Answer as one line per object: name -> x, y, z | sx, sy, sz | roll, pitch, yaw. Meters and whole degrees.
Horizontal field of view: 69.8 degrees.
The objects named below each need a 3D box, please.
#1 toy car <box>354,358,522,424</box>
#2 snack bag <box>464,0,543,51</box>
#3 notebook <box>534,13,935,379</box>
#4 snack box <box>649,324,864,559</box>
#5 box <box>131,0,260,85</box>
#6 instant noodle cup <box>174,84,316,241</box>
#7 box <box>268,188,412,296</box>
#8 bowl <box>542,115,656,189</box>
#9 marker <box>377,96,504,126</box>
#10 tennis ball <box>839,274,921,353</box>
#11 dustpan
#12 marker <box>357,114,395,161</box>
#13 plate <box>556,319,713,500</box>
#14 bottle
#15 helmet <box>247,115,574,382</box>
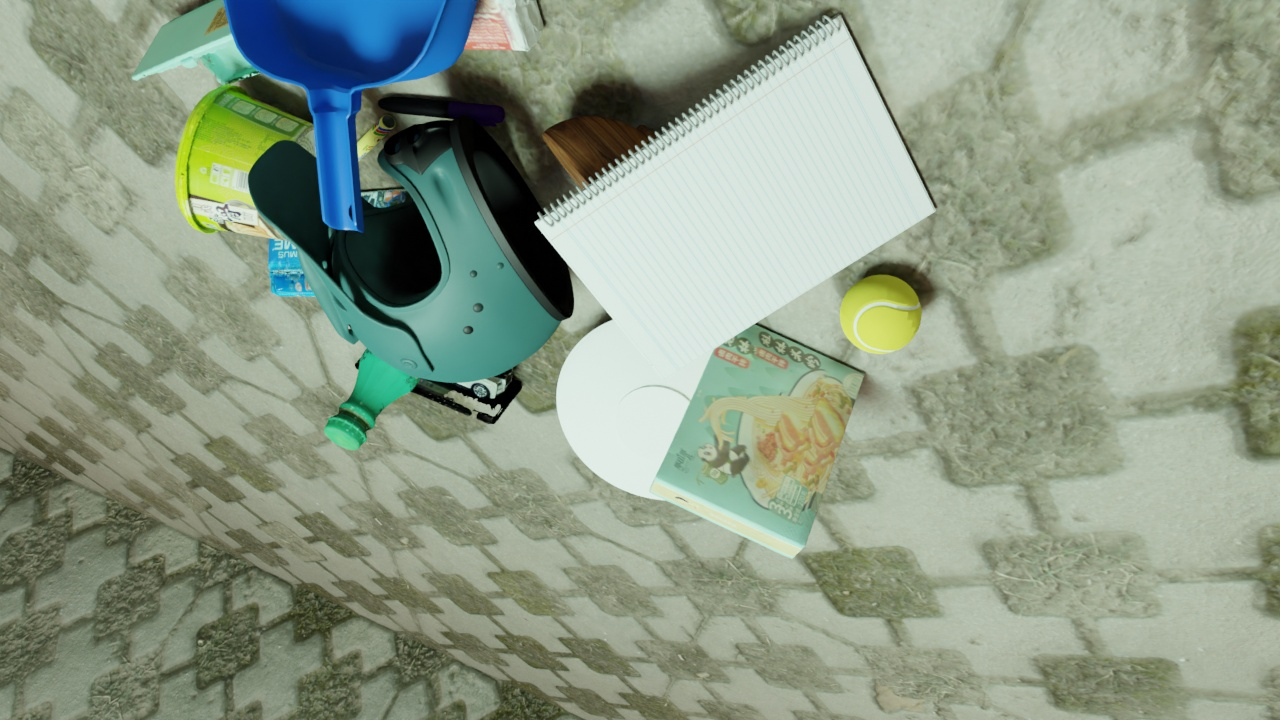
toy car -> -0.242, -0.002, 1.127 | 0.192, 0.093, 0.071 | 24, 127, 6
snack bag -> -0.135, -0.273, 0.689 | 0.116, 0.036, 0.077 | 10, 144, 25
notebook -> 0.072, -0.106, 0.666 | 0.246, 0.013, 0.178 | -32, 124, 11
snack box -> 0.110, 0.066, 0.849 | 0.141, 0.193, 0.044 | 25, 151, 4
box -> -0.361, -0.272, 0.803 | 0.189, 0.092, 0.077 | 0, 138, 36
instant noodle cup -> -0.374, -0.186, 0.899 | 0.098, 0.145, 0.146 | 15, 148, -3
box -> -0.307, -0.130, 1.020 | 0.244, 0.093, 0.115 | 3, 100, 33
bowl -> -0.005, -0.144, 0.732 | 0.147, 0.069, 0.147 | 50, -179, -2
marker -> -0.179, -0.221, 0.811 | 0.134, 0.018, 0.015 | 12, 165, 23
tennis ball -> 0.198, -0.038, 0.757 | 0.065, 0.065, 0.065 | 19, 147, 12
dustpan -> -0.210, -0.224, 0.669 | 0.246, 0.059, 0.258 | 11, 112, 24
marker -> -0.276, -0.208, 0.904 | 0.014, 0.014, 0.133 | 42, 145, -23
plate -> 0.020, 0.060, 0.960 | 0.229, 0.030, 0.230 | 5, 118, 9
bottle -> -0.278, 0.005, 1.029 | 0.068, 0.209, 0.068 | 19, 147, 13
helmet -> -0.197, -0.093, 0.820 | 0.200, 0.176, 0.275 | -21, 136, 12
